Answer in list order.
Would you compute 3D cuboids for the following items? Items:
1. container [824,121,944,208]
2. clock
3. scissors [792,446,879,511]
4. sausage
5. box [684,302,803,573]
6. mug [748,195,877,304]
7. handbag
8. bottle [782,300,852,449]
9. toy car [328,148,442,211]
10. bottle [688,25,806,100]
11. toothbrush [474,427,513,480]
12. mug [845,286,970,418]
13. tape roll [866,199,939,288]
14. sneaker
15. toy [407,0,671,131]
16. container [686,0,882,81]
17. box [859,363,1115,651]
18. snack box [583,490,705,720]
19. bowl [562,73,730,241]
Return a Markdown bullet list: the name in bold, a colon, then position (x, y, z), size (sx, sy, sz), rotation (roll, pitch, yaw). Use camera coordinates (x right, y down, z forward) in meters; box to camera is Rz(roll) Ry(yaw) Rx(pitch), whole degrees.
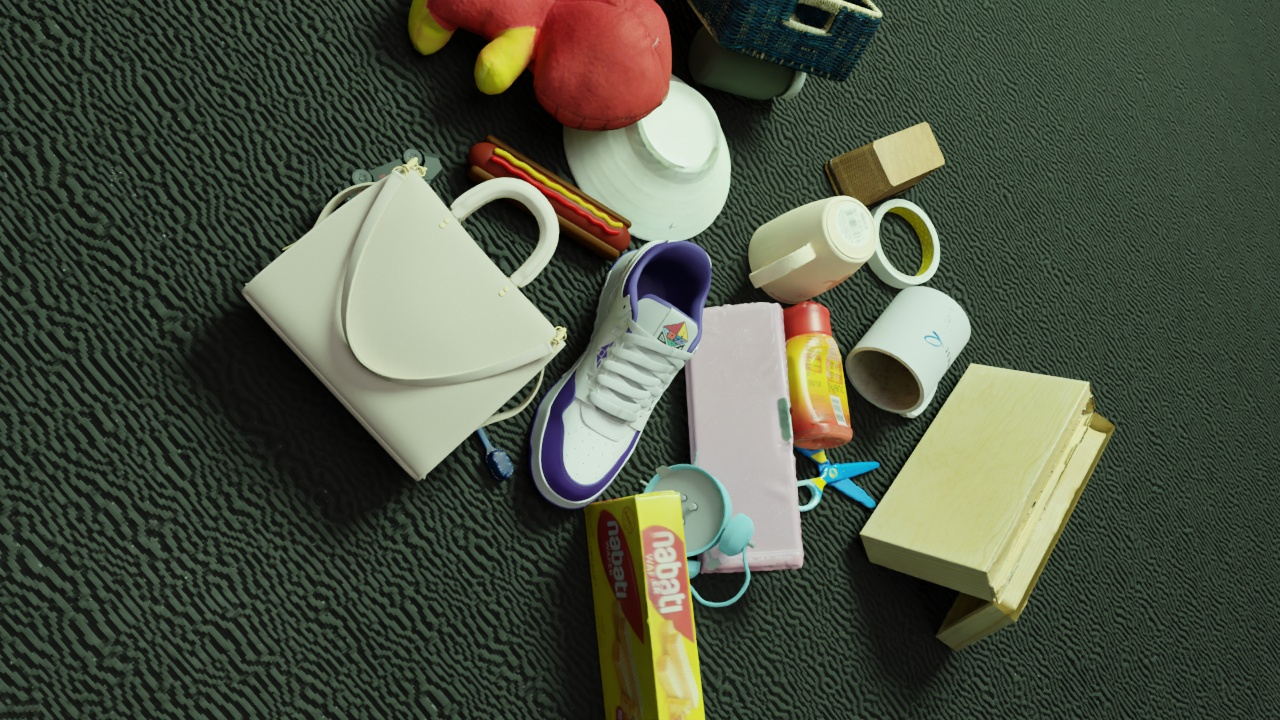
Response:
- **container**: position (0.258, -0.203, 0.953), size (0.113, 0.061, 0.063), rotation (-26, 91, -30)
- **clock**: position (0.046, 0.140, 0.744), size (0.123, 0.087, 0.042), rotation (65, 16, 21)
- **scissors**: position (0.178, 0.115, 0.865), size (0.131, 0.018, 0.108), rotation (35, 67, -16)
- **sausage**: position (-0.075, -0.135, 0.771), size (0.155, 0.040, 0.040), rotation (29, 67, -20)
- **box**: position (0.087, 0.069, 0.816), size (0.099, 0.080, 0.232), rotation (-6, 79, 6)
- **mug**: position (0.152, -0.100, 0.848), size (0.111, 0.105, 0.085), rotation (-30, 93, -31)
- **handbag**: position (-0.139, -0.047, 0.652), size (0.198, 0.101, 0.194), rotation (-41, 100, -2)
- **bottle**: position (0.159, 0.013, 0.850), size (0.071, 0.049, 0.134), rotation (12, 66, -39)
- **toy car**: position (-0.193, -0.131, 0.705), size (0.091, 0.042, 0.036), rotation (-32, 92, -30)
- **bottle**: position (0.104, -0.287, 0.890), size (0.108, 0.060, 0.060), rotation (7, 76, -27)
- **toothbrush**: position (-0.148, 0.009, 0.713), size (0.016, 0.017, 0.190), rotation (-29, 93, -32)
- **mug**: position (0.268, 0.003, 0.909), size (0.096, 0.083, 0.120), rotation (-45, 129, -28)
- **tape roll**: position (0.275, -0.123, 0.968), size (0.094, 0.019, 0.094), rotation (6, 76, -27)
- **sneaker**: position (-0.004, 0.004, 0.736), size (0.091, 0.111, 0.243), rotation (29, 67, -20)
- **toy**: position (-0.073, -0.270, 0.750), size (0.216, 0.099, 0.147), rotation (27, 72, 1)
- **container**: position (0.116, -0.346, 0.855), size (0.145, 0.071, 0.187), rotation (6, 42, -27)
- **box**: position (0.351, 0.136, 0.890), size (0.179, 0.142, 0.247), rotation (51, 61, -17)
- **snack box**: position (0.003, 0.204, 0.705), size (0.042, 0.092, 0.200), rotation (-1, 79, -29)
- **bowl**: position (0.022, -0.199, 0.827), size (0.176, 0.058, 0.176), rotation (7, 75, -27)
